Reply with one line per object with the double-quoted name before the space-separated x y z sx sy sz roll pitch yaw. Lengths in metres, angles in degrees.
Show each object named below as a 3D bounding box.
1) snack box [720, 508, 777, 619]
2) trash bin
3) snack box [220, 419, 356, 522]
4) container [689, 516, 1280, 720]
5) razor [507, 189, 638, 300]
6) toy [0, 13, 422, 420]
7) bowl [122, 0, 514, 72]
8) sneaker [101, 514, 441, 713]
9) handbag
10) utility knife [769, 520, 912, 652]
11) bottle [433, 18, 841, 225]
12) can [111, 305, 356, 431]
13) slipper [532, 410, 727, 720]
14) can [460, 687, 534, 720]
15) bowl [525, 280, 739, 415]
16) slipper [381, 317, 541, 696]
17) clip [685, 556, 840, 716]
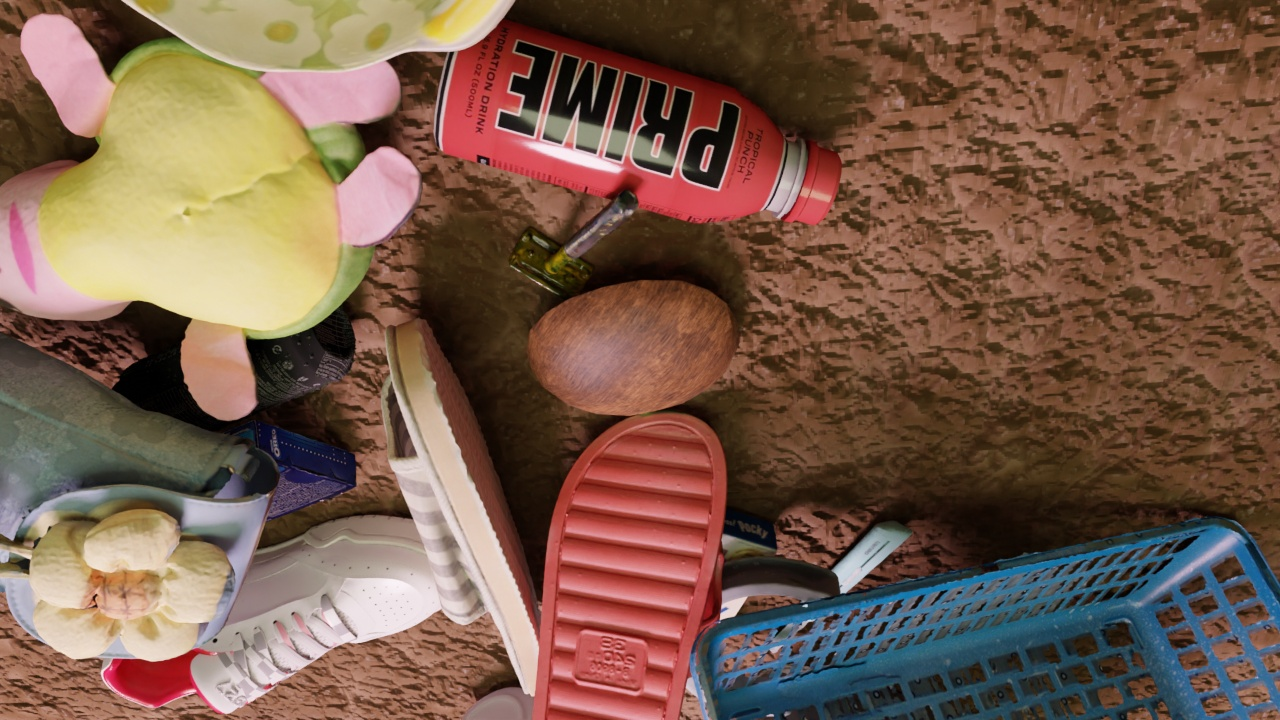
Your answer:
"snack box" 0.022 0.153 0.603 0.082 0.026 0.150 18 124 -8
"trash bin" 0.130 0.352 0.615 0.197 0.219 0.198 17 123 -8
"snack box" -0.255 0.079 0.545 0.150 0.027 0.082 -21 153 16
"container" 0.215 0.241 0.484 0.361 0.256 0.089 -7 151 -17
"razor" -0.027 -0.057 0.431 0.042 0.026 0.106 33 158 -16
"toy" -0.209 -0.070 0.426 0.238 0.087 0.190 -17 110 15
"bowl" -0.135 -0.210 0.344 0.219 0.060 0.189 33 120 -17
"sneaker" -0.231 0.173 0.584 0.237 0.104 0.090 -10 123 9
"handbag" -0.280 0.069 0.441 0.192 0.118 0.122 28 114 -6
"utility knife" 0.124 0.151 0.605 0.022 0.015 0.148 24 125 -14
"bottle" 0.002 -0.100 0.410 0.176 0.062 0.062 15 124 -7
"can" -0.222 0.006 0.499 0.138 0.053 0.054 -21 121 17
"slipper" -0.007 0.151 0.523 0.103 0.059 0.248 9 81 15
"can" -0.077 0.316 0.688 0.079 0.079 0.142 -21 120 17
"bowl" -0.003 0.003 0.483 0.114 0.026 0.102 -14 141 11
"slipper" -0.099 0.099 0.529 0.054 0.114 0.273 -20 126 -9
"clip" 0.046 0.193 0.593 0.173 0.030 0.164 -7 121 11
